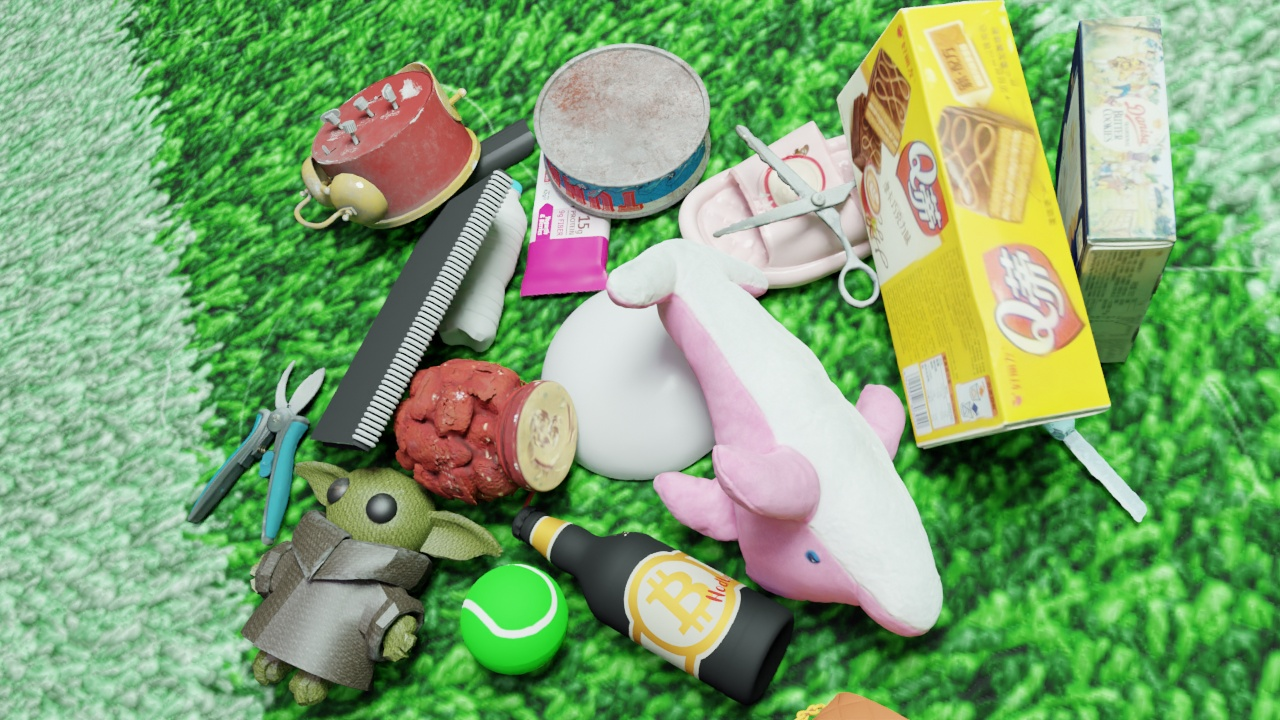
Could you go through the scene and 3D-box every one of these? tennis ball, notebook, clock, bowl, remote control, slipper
[{"bbox_3d":[-0.077,0.158,0.561,0.065,0.065,0.065,-7,65,14],"label":"tennis ball"},{"bbox_3d":[-0.166,-0.033,0.653,0.149,0.016,0.206,-6,56,60],"label":"notebook"},{"bbox_3d":[-0.209,-0.163,0.718,0.158,0.081,0.117,-47,45,-15],"label":"clock"},{"bbox_3d":[-0.004,0.004,0.622,0.150,0.043,0.149,-7,65,14],"label":"bowl"},{"bbox_3d":[-0.154,-0.153,0.755,0.147,0.015,0.033,-29,61,3],"label":"remote control"},{"bbox_3d":[0.135,-0.117,0.627,0.222,0.056,0.106,-19,64,7],"label":"slipper"}]

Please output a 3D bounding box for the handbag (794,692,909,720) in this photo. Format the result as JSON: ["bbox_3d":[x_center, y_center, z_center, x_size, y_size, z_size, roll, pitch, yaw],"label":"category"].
[{"bbox_3d":[0.082,0.232,0.428,0.171,0.060,0.109,-29,30,-35],"label":"handbag"}]

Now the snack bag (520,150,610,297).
[{"bbox_3d":[-0.051,-0.140,0.717,0.070,0.016,0.196,-2,66,15],"label":"snack bag"}]

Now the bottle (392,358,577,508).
[{"bbox_3d":[-0.102,0.048,0.602,0.111,0.099,0.098,2,67,26],"label":"bottle"}]

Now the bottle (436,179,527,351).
[{"bbox_3d":[-0.116,-0.075,0.692,0.044,0.044,0.136,6,68,19],"label":"bottle"}]

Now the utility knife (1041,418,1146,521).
[{"bbox_3d":[0.241,0.027,0.550,0.022,0.015,0.165,-34,59,1],"label":"utility knife"}]

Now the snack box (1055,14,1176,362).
[{"bbox_3d":[0.266,-0.092,0.524,0.043,0.144,0.144,2,67,20],"label":"snack box"}]

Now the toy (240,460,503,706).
[{"bbox_3d":[-0.191,0.142,0.597,0.179,0.078,0.152,15,71,26],"label":"toy"}]

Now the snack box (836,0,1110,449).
[{"bbox_3d":[0.180,-0.072,0.520,0.061,0.110,0.230,-9,81,-8],"label":"snack box"}]

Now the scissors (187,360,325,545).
[{"bbox_3d":[-0.287,0.074,0.690,0.124,0.019,0.154,-22,56,10],"label":"scissors"}]

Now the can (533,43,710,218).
[{"bbox_3d":[-0.013,-0.173,0.691,0.130,0.044,0.129,-2,66,4],"label":"can"}]

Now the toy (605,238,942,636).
[{"bbox_3d":[0.067,0.052,0.538,0.128,0.186,0.265,-40,73,34],"label":"toy"}]

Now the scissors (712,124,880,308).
[{"bbox_3d":[0.128,-0.104,0.585,0.175,0.014,0.141,-23,81,-8],"label":"scissors"}]

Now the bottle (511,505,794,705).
[{"bbox_3d":[-0.001,0.135,0.552,0.182,0.059,0.059,23,75,25],"label":"bottle"}]
